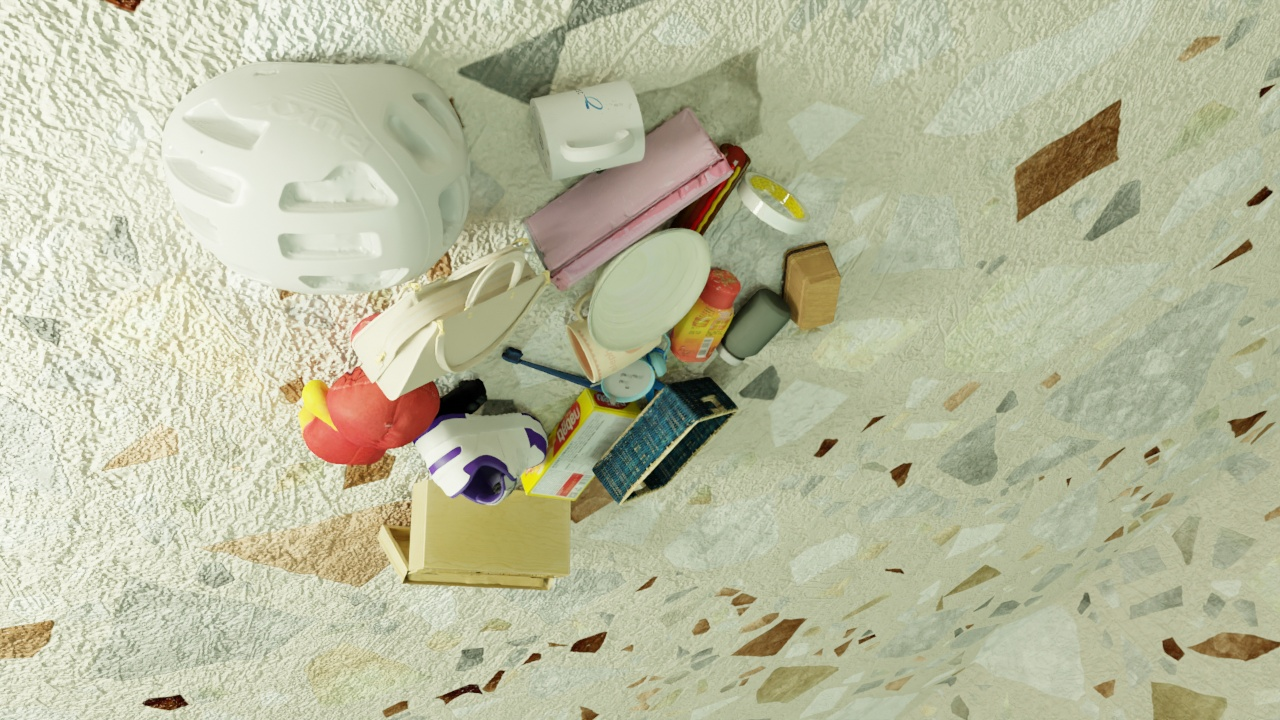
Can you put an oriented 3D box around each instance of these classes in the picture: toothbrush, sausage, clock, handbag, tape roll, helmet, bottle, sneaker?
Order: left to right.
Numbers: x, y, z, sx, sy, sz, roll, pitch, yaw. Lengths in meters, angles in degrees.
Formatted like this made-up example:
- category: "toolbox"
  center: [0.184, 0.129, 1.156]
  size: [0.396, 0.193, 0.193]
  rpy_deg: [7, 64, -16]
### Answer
- category: "helmet"
  center: [-0.306, -0.167, 0.871]
  size: [0.282, 0.183, 0.225]
  rpy_deg: [7, 130, -5]
- category: "handbag"
  center: [-0.181, -0.062, 0.962]
  size: [0.194, 0.101, 0.198]
  rpy_deg: [-32, 175, -45]
- category: "sneaker"
  center: [-0.188, 0.138, 1.217]
  size: [0.092, 0.111, 0.243]
  rpy_deg: [-38, 157, 22]
- category: "toothbrush"
  center: [-0.107, 0.015, 1.234]
  size: [0.189, 0.016, 0.017]
  rpy_deg: [21, 116, -41]
- category: "clock"
  center: [-0.007, 0.007, 1.243]
  size: [0.087, 0.042, 0.123]
  rpy_deg: [28, 115, -31]
- category: "sausage"
  center: [0.076, -0.187, 1.084]
  size: [0.040, 0.040, 0.156]
  rpy_deg: [9, 130, -34]
- category: "bottle"
  center: [0.088, -0.059, 1.223]
  size: [0.071, 0.048, 0.134]
  rpy_deg: [1, 134, -29]
- category: "bottle"
  center: [0.154, -0.044, 1.264]
  size: [0.060, 0.060, 0.109]
  rpy_deg: [17, 125, -39]
- category: "tape roll"
  center: [0.157, -0.186, 1.083]
  size: [0.094, 0.094, 0.019]
  rpy_deg: [11, 129, -35]

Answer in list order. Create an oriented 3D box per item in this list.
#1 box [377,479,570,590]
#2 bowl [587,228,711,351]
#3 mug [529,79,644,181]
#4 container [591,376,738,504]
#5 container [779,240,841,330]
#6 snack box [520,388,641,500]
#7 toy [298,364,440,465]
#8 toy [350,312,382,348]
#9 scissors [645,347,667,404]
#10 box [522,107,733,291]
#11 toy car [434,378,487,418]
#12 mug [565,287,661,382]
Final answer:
- category: "box"
  center: [-0.237, 0.273, 1.363]
  size: [0.248, 0.141, 0.180]
  rpy_deg: [14, 137, -37]
- category: "bowl"
  center: [-0.003, -0.096, 1.087]
  size: [0.176, 0.058, 0.177]
  rpy_deg: [-28, 146, -22]
- category: "mug"
  center: [-0.049, -0.225, 0.918]
  size: [0.096, 0.119, 0.083]
  rpy_deg: [-15, 123, -11]
- category: "container"
  center: [0.035, 0.113, 1.328]
  size: [0.188, 0.071, 0.145]
  rpy_deg: [-49, 160, 24]
- category: "container"
  center: [0.231, -0.096, 1.244]
  size: [0.063, 0.061, 0.114]
  rpy_deg: [-16, 140, -11]
- category: "snack box"
  center: [-0.089, 0.127, 1.345]
  size: [0.092, 0.042, 0.201]
  rpy_deg: [13, 128, -36]
- category: "toy"
  center: [-0.315, 0.065, 1.074]
  size: [0.147, 0.098, 0.217]
  rpy_deg: [2, 163, -36]
- category: "toy"
  center: [-0.283, -0.017, 1.081]
  size: [0.092, 0.062, 0.133]
  rpy_deg: [-9, 158, 3]
- category: "scissors"
  center: [0.004, 0.033, 1.310]
  size: [0.109, 0.018, 0.131]
  rpy_deg: [-15, 138, -7]
- category: "box"
  center: [-0.020, -0.181, 1.010]
  size: [0.233, 0.099, 0.080]
  rpy_deg: [-32, 119, 12]
- category: "toy car"
  center: [-0.236, 0.060, 1.198]
  size: [0.092, 0.042, 0.036]
  rpy_deg: [-33, 147, 11]
- category: "mug"
  center: [-0.036, -0.043, 1.165]
  size: [0.104, 0.085, 0.111]
  rpy_deg: [-25, 112, -13]
